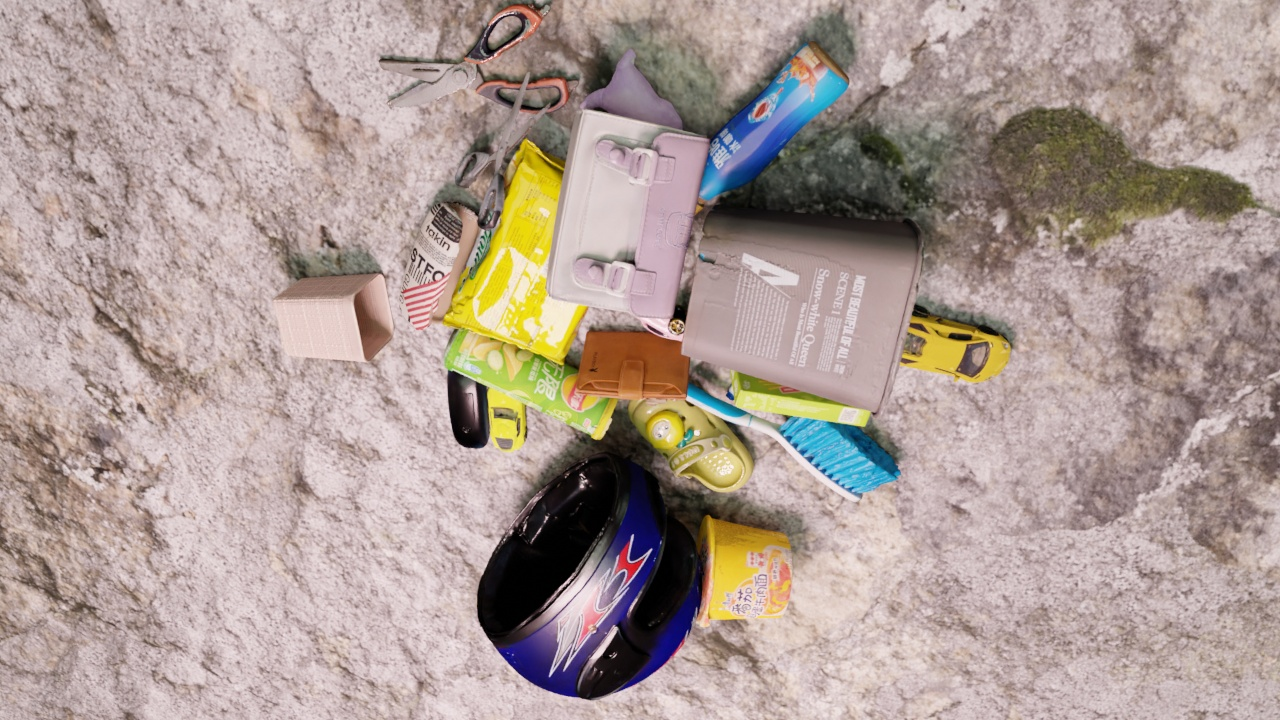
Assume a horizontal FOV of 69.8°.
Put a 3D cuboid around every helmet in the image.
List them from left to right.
[{"bbox_3d":[-0.038,0.281,1.159,0.240,0.247,0.316,31,114,-29],"label":"helmet"}]

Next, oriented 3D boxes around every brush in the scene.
[{"bbox_3d":[0.175,0.080,1.127,0.314,0.060,0.110,38,120,-16],"label":"brush"}]

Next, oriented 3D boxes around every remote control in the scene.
[{"bbox_3d":[-0.225,0.060,1.195,0.053,0.024,0.137,3,116,5],"label":"remote control"}]

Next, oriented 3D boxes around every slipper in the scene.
[{"bbox_3d":[0.067,0.105,1.148,0.190,0.081,0.092,42,111,-16],"label":"slipper"}]

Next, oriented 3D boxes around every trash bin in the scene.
[{"bbox_3d":[0.168,-0.068,0.982,0.220,0.198,0.199,12,107,6],"label":"trash bin"}]

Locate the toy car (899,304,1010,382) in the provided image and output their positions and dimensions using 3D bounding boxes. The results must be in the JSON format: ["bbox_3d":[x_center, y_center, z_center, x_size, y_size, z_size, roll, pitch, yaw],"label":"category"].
[{"bbox_3d":[0.357,-0.016,1.071,0.156,0.041,0.071,14,118,-1],"label":"toy car"}]

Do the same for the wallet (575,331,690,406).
[{"bbox_3d":[-0.007,0.006,1.096,0.132,0.107,0.031,2,136,7],"label":"wallet"}]

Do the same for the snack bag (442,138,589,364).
[{"bbox_3d":[-0.111,-0.115,1.056,0.158,0.068,0.247,22,115,-15],"label":"snack bag"}]

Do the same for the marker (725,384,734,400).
[{"bbox_3d":[0.149,-0.008,1.116,0.017,0.016,0.146,31,116,-8],"label":"marker"}]

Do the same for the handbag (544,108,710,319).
[{"bbox_3d":[-0.014,-0.151,0.964,0.145,0.098,0.197,7,103,-16],"label":"handbag"}]

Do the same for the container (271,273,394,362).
[{"bbox_3d":[-0.377,-0.054,1.125,0.111,0.090,0.090,1,116,10],"label":"container"}]

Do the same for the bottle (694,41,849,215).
[{"bbox_3d":[0.122,-0.238,0.978,0.065,0.065,0.219,41,114,-13],"label":"bottle"}]

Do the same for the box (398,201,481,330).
[{"bbox_3d":[-0.238,-0.116,1.104,0.075,0.080,0.164,37,121,24],"label":"box"}]

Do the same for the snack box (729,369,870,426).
[{"bbox_3d":[0.185,0.033,1.081,0.156,0.085,0.026,9,122,-6],"label":"snack box"}]

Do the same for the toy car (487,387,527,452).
[{"bbox_3d":[-0.174,0.071,1.190,0.048,0.032,0.105,4,115,6],"label":"toy car"}]

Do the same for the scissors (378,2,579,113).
[{"bbox_3d":[-0.176,-0.320,1.008,0.189,0.015,0.222,38,116,-11],"label":"scissors"}]

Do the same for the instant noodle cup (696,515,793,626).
[{"bbox_3d":[0.133,0.277,1.200,0.110,0.137,0.138,7,117,-5],"label":"instant noodle cup"}]

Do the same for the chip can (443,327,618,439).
[{"bbox_3d":[-0.135,0.021,1.137,0.221,0.072,0.073,26,116,-6],"label":"chip can"}]

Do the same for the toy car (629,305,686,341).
[{"bbox_3d":[0.011,-0.059,1.088,0.122,0.056,0.037,29,110,-7],"label":"toy car"}]

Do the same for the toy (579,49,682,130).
[{"bbox_3d":[-0.003,-0.268,0.995,0.084,0.038,0.108,-40,110,21],"label":"toy"}]

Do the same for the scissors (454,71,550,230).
[{"bbox_3d":[-0.153,-0.227,1.005,0.160,0.014,0.181,11,90,47],"label":"scissors"}]
